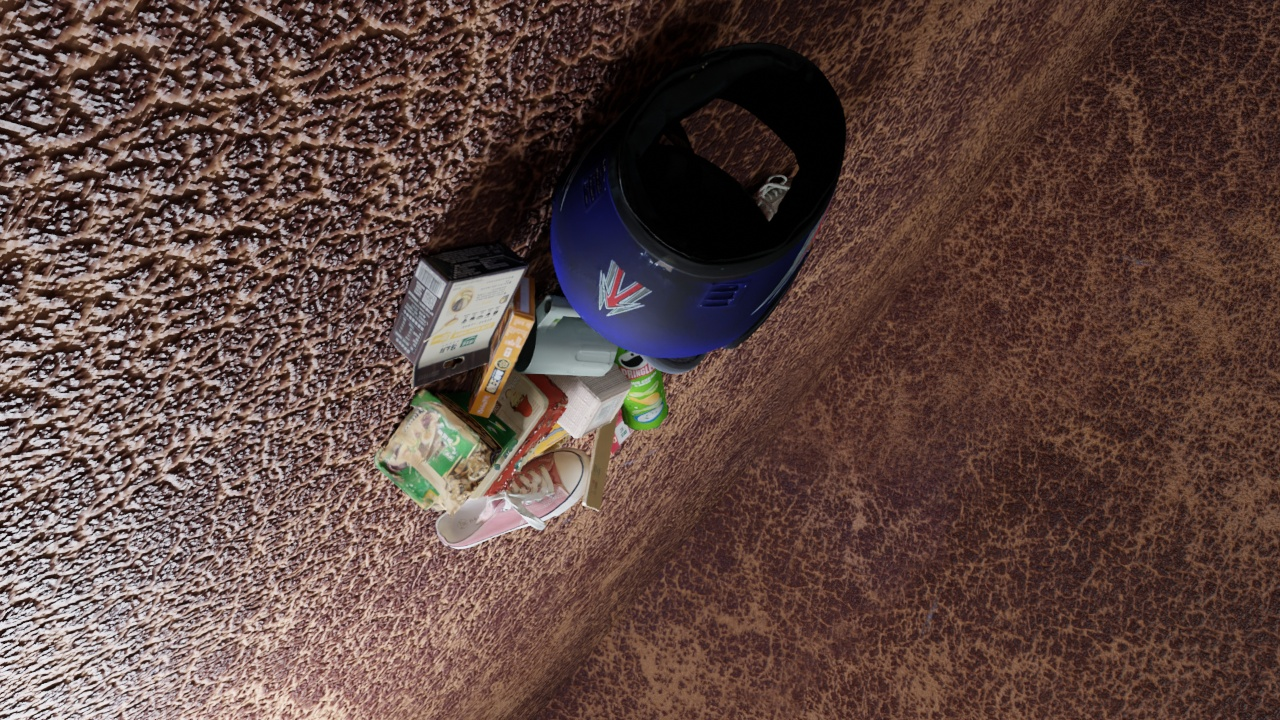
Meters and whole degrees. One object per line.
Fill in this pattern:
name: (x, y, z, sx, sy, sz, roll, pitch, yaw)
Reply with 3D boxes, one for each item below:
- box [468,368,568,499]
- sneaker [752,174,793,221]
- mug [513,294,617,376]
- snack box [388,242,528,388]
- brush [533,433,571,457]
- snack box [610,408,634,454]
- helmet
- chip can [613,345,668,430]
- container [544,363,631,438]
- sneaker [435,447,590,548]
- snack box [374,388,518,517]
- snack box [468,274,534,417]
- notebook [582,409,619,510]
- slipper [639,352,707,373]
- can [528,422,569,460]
box: (-0.167, 0.088, 1.150, 0.168, 0.091, 0.080, -53, 159, 17)
sneaker: (0.181, -0.221, 1.340, 0.241, 0.090, 0.091, -53, 128, -40)
mug: (-0.078, -0.032, 1.026, 0.103, 0.083, 0.124, 5, 152, -31)
snack box: (-0.179, -0.047, 0.897, 0.113, 0.053, 0.126, -22, 150, -54)
brush: (-0.076, 0.083, 1.410, 0.253, 0.046, 0.083, -23, 149, -41)
snack box: (-0.026, 0.087, 1.554, 0.127, 0.044, 0.113, -45, 163, -11)
helmet: (0.051, -0.146, 0.928, 0.314, 0.247, 0.241, -50, 180, -27)
chip can: (-0.007, 0.007, 1.255, 0.072, 0.072, 0.236, -41, 148, -21)
container: (-0.082, 0.031, 1.192, 0.089, 0.111, 0.090, -24, 151, -53)
sneaker: (-0.177, 0.193, 1.289, 0.241, 0.118, 0.088, -25, 167, -6)
snack box: (-0.214, 0.098, 1.057, 0.118, 0.117, 0.105, -51, 174, 18)
snack box: (-0.151, -0.015, 1.002, 0.075, 0.026, 0.154, -97, -151, -48)
notebook: (-0.052, 0.113, 1.337, 0.148, 0.008, 0.207, 67, 33, -77)
slipper: (0.039, -0.063, 1.130, 0.084, 0.111, 0.267, -25, -161, 34)
can: (-0.136, 0.092, 1.252, 0.145, 0.058, 0.058, -33, 158, -18)
